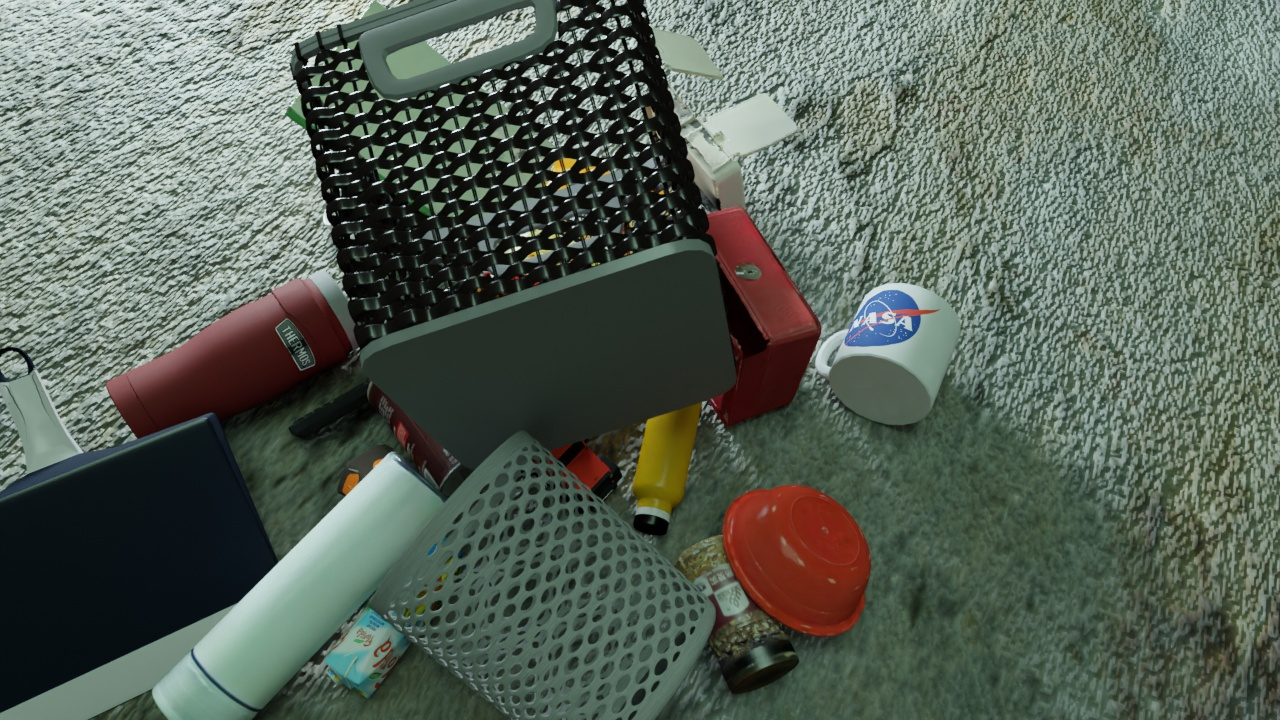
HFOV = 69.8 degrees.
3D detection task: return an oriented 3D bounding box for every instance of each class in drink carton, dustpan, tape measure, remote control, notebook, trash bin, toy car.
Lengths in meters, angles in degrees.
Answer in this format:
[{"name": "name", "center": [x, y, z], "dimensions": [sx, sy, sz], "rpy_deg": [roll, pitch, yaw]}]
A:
[{"name": "drink carton", "center": [-0.183, 0.190, 0.693], "dimensions": [0.038, 0.044, 0.128], "rpy_deg": [26, 57, 15]}, {"name": "dustpan", "center": [-0.426, 0.118, 0.690], "dimensions": [0.236, 0.080, 0.273], "rpy_deg": [-24, 100, -18]}, {"name": "tape measure", "center": [-0.212, 0.103, 0.754], "dimensions": [0.059, 0.038, 0.058], "rpy_deg": [30, 23, 9]}, {"name": "remote control", "center": [-0.237, 0.028, 0.811], "dimensions": [0.150, 0.047, 0.022], "rpy_deg": [-32, 98, -21]}, {"name": "notebook", "center": [-0.199, -0.221, 0.915], "dimensions": [0.252, 0.010, 0.181], "rpy_deg": [36, 53, -23]}, {"name": "trash bin", "center": [-0.061, 0.166, 0.628], "dimensions": [0.183, 0.157, 0.156], "rpy_deg": [39, 61, 4]}, {"name": "toy car", "center": [-0.066, 0.082, 0.770], "dimensions": [0.100, 0.049, 0.051], "rpy_deg": [34, 60, 20]}]

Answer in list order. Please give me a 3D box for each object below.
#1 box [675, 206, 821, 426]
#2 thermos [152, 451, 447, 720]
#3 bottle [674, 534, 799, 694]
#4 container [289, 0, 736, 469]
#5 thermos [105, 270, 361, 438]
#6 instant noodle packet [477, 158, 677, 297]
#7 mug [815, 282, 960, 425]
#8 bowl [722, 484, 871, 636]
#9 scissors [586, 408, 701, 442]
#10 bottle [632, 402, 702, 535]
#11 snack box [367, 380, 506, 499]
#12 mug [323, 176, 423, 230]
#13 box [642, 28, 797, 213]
[{"name": "box", "center": [0.078, -0.038, 0.815], "dimensions": [0.087, 0.129, 0.157], "rpy_deg": [-20, 59, -20]}, {"name": "thermos", "center": [-0.240, 0.170, 0.667], "dimensions": [0.068, 0.068, 0.229], "rpy_deg": [37, 72, 22]}, {"name": "bottle", "center": [0.071, 0.190, 0.693], "dimensions": [0.056, 0.056, 0.105], "rpy_deg": [-17, 57, -14]}, {"name": "container", "center": [-0.077, -0.093, 0.665], "dimensions": [0.247, 0.246, 0.243], "rpy_deg": [-18, 64, 2]}, {"name": "thermos", "center": [-0.351, -0.002, 0.807], "dimensions": [0.198, 0.084, 0.108], "rpy_deg": [-33, 28, -20]}, {"name": "instant noodle packet", "center": [-0.053, -0.112, 0.917], "dimensions": [0.160, 0.032, 0.220], "rpy_deg": [20, 56, 8]}, {"name": "mug", "center": [0.215, -0.005, 0.826], "dimensions": [0.121, 0.091, 0.089], "rpy_deg": [-1, 45, 42]}, {"name": "bowl", "center": [0.130, 0.142, 0.703], "dimensions": [0.130, 0.045, 0.130], "rpy_deg": [20, 39, -18]}, {"name": "scissors", "center": [-0.012, 0.009, 0.831], "dimensions": [0.157, 0.013, 0.170], "rpy_deg": [31, 69, 7]}, {"name": "bottle", "center": [0.022, 0.075, 0.774], "dimensions": [0.043, 0.043, 0.143], "rpy_deg": [11, 65, 6]}, {"name": "snack box", "center": [-0.169, 0.056, 0.772], "dimensions": [0.072, 0.072, 0.121], "rpy_deg": [-31, 62, -22]}, {"name": "mug", "center": [-0.275, -0.179, 0.938], "dimensions": [0.119, 0.085, 0.100], "rpy_deg": [-27, 49, 15]}, {"name": "box", "center": [0.080, -0.248, 0.911], "dimensions": [0.105, 0.187, 0.143], "rpy_deg": [-33, 67, -5]}]
